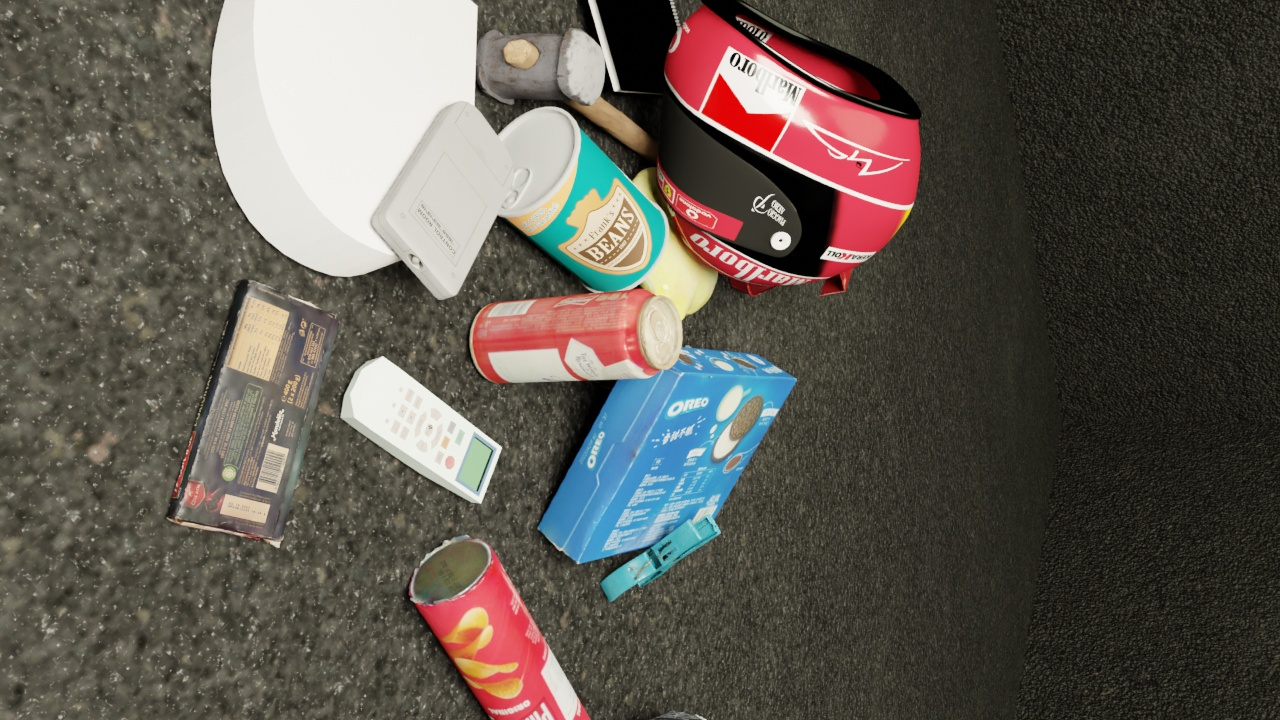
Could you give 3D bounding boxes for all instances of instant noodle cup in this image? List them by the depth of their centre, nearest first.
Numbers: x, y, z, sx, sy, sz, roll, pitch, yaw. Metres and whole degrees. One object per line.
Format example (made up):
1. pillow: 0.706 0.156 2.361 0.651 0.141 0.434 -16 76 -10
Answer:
1. instant noodle cup: 0.020 0.398 0.861 0.112 0.137 0.137 6 84 -65

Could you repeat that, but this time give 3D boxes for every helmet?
1. helmet: 0.124 -0.184 0.862 0.270 0.225 0.197 19 33 -17

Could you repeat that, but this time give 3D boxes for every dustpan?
1. dustpan: -0.200 -0.188 0.635 0.191 0.053 0.257 28 54 -53

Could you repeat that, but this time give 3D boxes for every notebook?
1. notebook: -0.010 -0.362 0.904 0.148 0.016 0.206 -20 95 -55

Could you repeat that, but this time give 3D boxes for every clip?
1. clip: 0.026 0.191 0.894 0.031 0.130 0.121 59 9 20

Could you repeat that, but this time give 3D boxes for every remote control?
1. remote control: -0.133 -0.117 0.643 0.074 0.019 0.150 53 37 -35
2. remote control: -0.162 0.053 0.677 0.143 0.024 0.049 47 51 -43

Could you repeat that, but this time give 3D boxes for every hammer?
1. hammer: -0.028 -0.225 0.857 0.328 0.098 0.052 12 87 -65

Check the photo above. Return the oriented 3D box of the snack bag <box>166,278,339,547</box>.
1. snack bag: -0.235 0.032 0.570 0.074 0.018 0.155 33 62 -52

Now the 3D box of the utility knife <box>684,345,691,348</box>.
1. utility knife: 0.104 0.025 1.099 0.224 0.015 0.031 31 59 -51

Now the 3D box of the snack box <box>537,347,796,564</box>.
1. snack box: 0.033 0.084 0.862 0.238 0.056 0.196 4 118 -57

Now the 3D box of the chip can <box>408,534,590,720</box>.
1. chip can: -0.100 0.245 0.722 0.072 0.073 0.233 -53 131 -44

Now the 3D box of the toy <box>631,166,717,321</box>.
1. toy: 0.029 -0.111 0.944 0.170 0.065 0.154 37 53 -50

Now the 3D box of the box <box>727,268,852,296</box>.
1. box: 0.163 -0.164 1.078 0.146 0.156 0.157 -48 125 -54

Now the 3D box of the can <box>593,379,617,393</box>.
1. can: -0.005 0.005 0.877 0.128 0.072 0.071 40 56 -49

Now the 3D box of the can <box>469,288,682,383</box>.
1. can: -0.054 -0.017 0.713 0.067 0.170 0.067 7 82 -56

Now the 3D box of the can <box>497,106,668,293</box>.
1. can: -0.054 -0.131 0.782 0.144 0.099 0.099 37 59 -50
